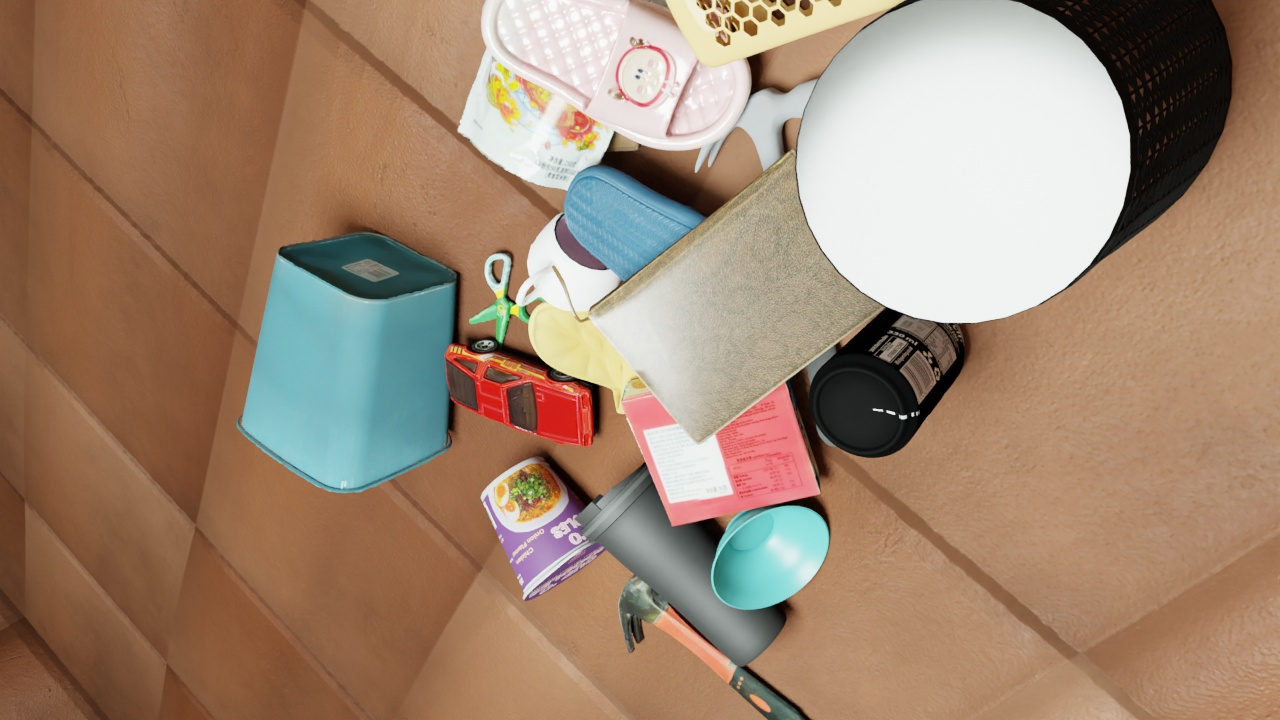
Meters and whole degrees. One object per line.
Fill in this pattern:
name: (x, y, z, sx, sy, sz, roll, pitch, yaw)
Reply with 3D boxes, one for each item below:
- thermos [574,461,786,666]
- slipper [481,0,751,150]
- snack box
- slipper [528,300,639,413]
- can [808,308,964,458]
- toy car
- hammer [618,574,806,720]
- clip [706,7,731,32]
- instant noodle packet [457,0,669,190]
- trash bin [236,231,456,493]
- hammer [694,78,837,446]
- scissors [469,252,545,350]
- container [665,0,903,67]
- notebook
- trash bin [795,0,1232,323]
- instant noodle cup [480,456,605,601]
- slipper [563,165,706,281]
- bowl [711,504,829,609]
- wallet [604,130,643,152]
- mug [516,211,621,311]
thermos: (0.044, 0.203, 0.922, 0.218, 0.105, 0.106, 45, 129, 4)
slipper: (-0.022, -0.236, 0.726, 0.221, 0.055, 0.107, 22, 116, -1)
snack box: (0.074, 0.069, 0.825, 0.143, 0.040, 0.145, -15, 115, 15)
slipper: (-0.005, 0.005, 0.876, 0.264, 0.078, 0.100, 17, 123, 27)
can: (0.190, 0.010, 0.694, 0.080, 0.145, 0.080, 15, 119, 29)
toy car: (-0.130, 0.036, 0.990, 0.189, 0.056, 0.082, 16, 127, 25)
hammer: (0.112, 0.349, 0.983, 0.333, 0.033, 0.133, 36, 126, 16)
clip: (0.046, -0.268, 0.752, 0.058, 0.050, 0.023, -22, 102, -2)
instant noodle packet: (-0.058, -0.281, 0.764, 0.147, 0.057, 0.270, 28, 119, 4)
trash bin: (-0.315, -0.009, 1.024, 0.197, 0.198, 0.219, 27, 117, 22)
hammer: (0.133, -0.071, 0.775, 0.125, 0.029, 0.311, -5, 108, 36)
scissors: (-0.152, -0.064, 0.988, 0.130, 0.012, 0.117, -15, 105, 40)
container: (0.101, -0.309, 0.621, 0.184, 0.128, 0.167, -7, 113, 37)
notebook: (0.067, -0.060, 0.733, 0.216, 0.034, 0.190, -38, 98, 15)
trash bin: (0.216, -0.137, 0.544, 0.217, 0.242, 0.217, 15, 119, 29)
instant noodle cup: (-0.109, 0.176, 1.008, 0.122, 0.121, 0.137, 54, 158, 15)
slipper: (0.028, -0.096, 0.794, 0.214, 0.059, 0.104, 38, 128, 8)
bowl: (0.114, 0.174, 0.872, 0.046, 0.121, 0.121, -125, 36, -54)
wallet: (-0.046, -0.248, 0.821, 0.099, 0.026, 0.121, 5, 113, 30)
mug: (-0.071, -0.082, 0.850, 0.090, 0.123, 0.076, 47, 139, 8)
